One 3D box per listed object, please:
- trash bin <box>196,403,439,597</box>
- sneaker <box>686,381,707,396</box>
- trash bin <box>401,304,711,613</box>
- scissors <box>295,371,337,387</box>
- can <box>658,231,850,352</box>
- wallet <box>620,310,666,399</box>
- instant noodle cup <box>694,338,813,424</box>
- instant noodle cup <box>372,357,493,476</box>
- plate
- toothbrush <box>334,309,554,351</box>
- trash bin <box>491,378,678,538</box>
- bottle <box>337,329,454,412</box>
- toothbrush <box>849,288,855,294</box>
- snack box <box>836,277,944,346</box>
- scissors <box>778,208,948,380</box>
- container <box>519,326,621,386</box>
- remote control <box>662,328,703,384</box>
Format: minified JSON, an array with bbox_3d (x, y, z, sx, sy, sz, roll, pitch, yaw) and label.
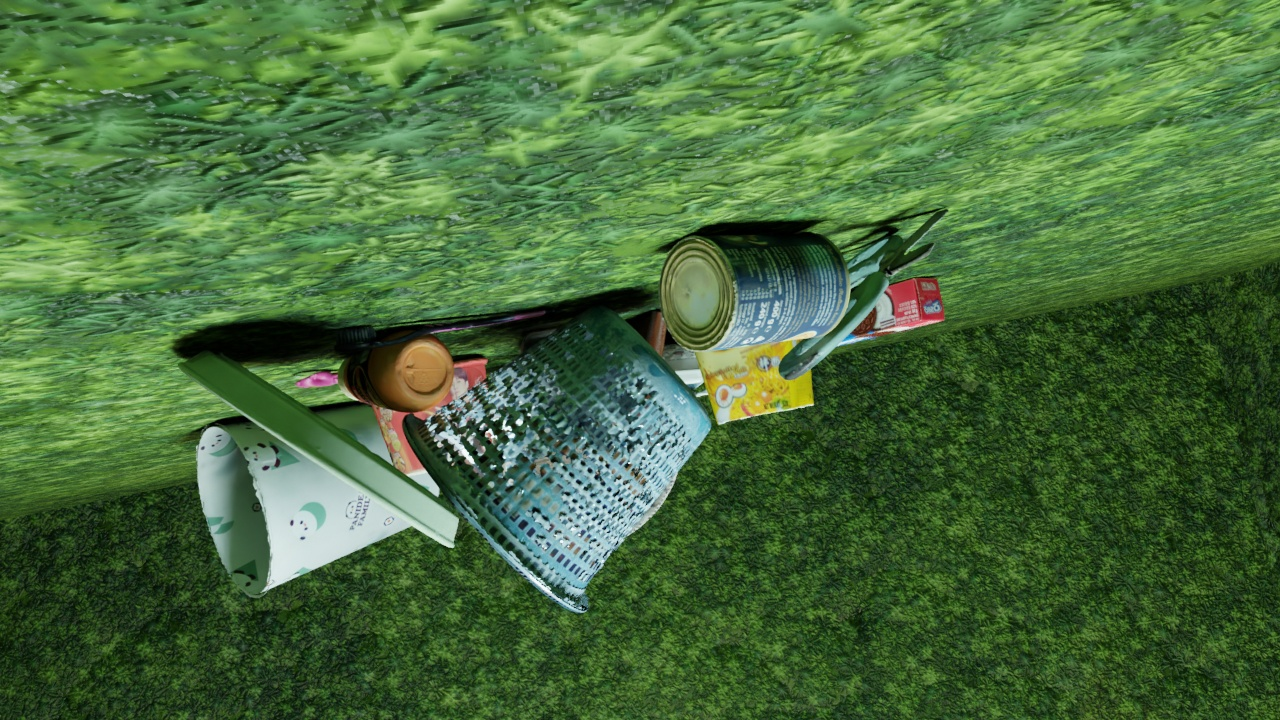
[{"bbox_3d":[-0.427,0.168,1.240,0.251,0.229,0.230,-14,179,-42],"label":"trash bin"},{"bbox_3d":[0.122,0.003,1.296,0.089,0.090,0.243,-10,175,-35],"label":"sneaker"},{"bbox_3d":[-0.056,0.067,0.792,0.195,0.226,0.226,-43,178,-4],"label":"trash bin"},{"bbox_3d":[-0.279,0.014,0.902,0.134,0.017,0.135,-10,-178,44],"label":"scissors"},{"bbox_3d":[0.075,-0.047,0.612,0.111,0.075,0.075,-8,175,-38],"label":"can"},{"bbox_3d":[-0.006,0.006,0.963,0.032,0.101,0.125,15,169,-16],"label":"wallet"},{"bbox_3d":[0.103,-0.011,0.840,0.116,0.123,0.116,-13,175,24],"label":"instant noodle cup"},{"bbox_3d":[-0.224,0.063,1.006,0.138,0.108,0.138,-13,179,0],"label":"instant noodle cup"},{"bbox_3d":[-0.225,0.062,0.664,0.230,0.027,0.230,31,166,9],"label":"plate"},{"bbox_3d":[-0.148,-0.029,0.717,0.188,0.018,0.014,-12,178,-37],"label":"toothbrush"},{"bbox_3d":[-0.090,0.092,1.132,0.227,0.228,0.192,-9,-163,-26],"label":"trash bin"},{"bbox_3d":[-0.214,0.012,0.766,0.066,0.067,0.150,-8,-179,-40],"label":"bottle"},{"bbox_3d":[0.168,-0.058,1.061,0.212,0.027,0.026,-9,131,-11],"label":"toothbrush"},{"bbox_3d":[0.285,-0.055,1.187,0.058,0.057,0.208,-4,172,-41],"label":"snack box"},{"bbox_3d":[0.159,-0.048,0.705,0.170,0.019,0.175,-45,-174,-5],"label":"scissors"},{"bbox_3d":[-0.077,0.013,0.947,0.090,0.090,0.114,-10,179,-12],"label":"container"},{"bbox_3d":[0.046,-0.010,1.025,0.058,0.021,0.149,-5,-159,8],"label":"remote control"}]
